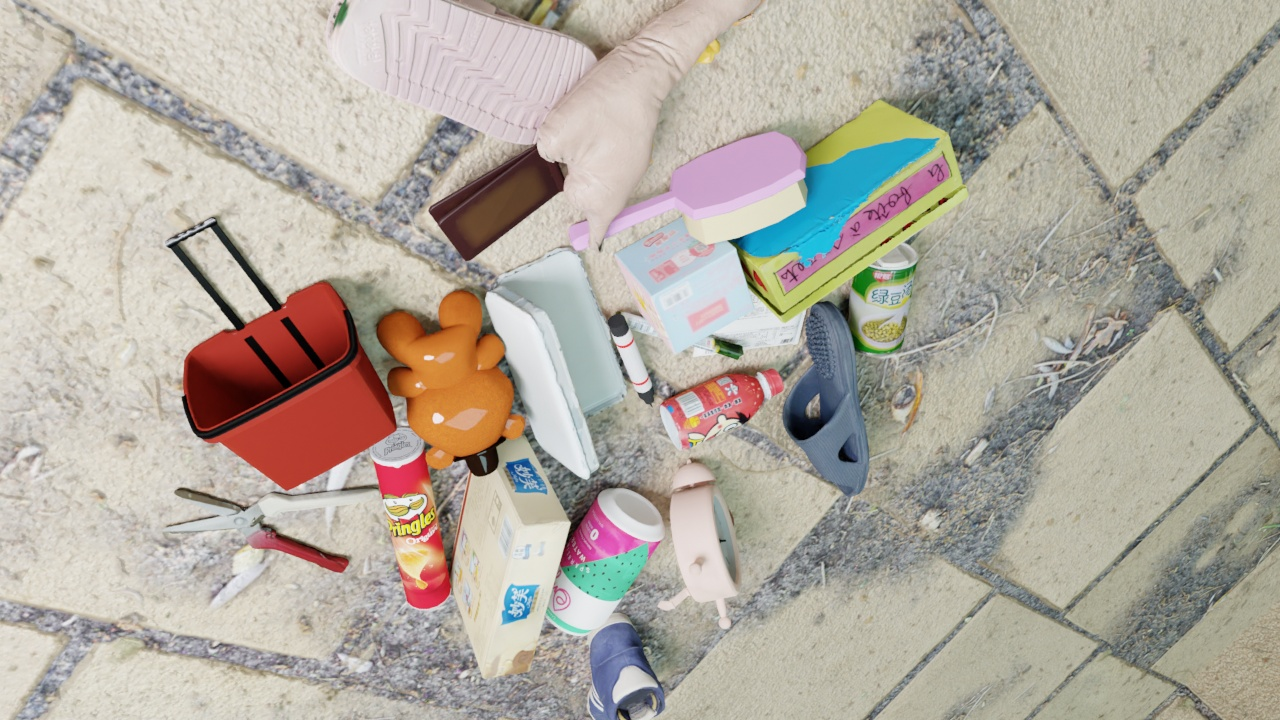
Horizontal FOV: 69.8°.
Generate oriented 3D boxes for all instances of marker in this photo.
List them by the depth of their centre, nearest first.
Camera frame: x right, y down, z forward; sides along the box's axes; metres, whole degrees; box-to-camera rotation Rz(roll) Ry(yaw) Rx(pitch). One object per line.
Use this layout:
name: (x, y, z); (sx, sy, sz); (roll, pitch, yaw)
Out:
marker: (0.041, -0.026, 0.957); (0.146, 0.017, 0.017); (15, 114, -21)
marker: (-0.006, 0.005, 0.963); (0.019, 0.019, 0.146); (-29, 139, -6)

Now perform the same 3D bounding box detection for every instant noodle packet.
instant noodle packet: (0.123, -0.048, 0.997); (0.134, 0.026, 0.087); (-7, 125, -23)

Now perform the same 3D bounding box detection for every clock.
clock: (0.067, 0.213, 1.073); (0.086, 0.160, 0.131); (-10, 134, 18)

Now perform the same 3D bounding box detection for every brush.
brush: (0.045, -0.144, 0.860); (0.229, 0.089, 0.043); (-21, 135, 3)

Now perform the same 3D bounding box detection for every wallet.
wallet: (-0.119, -0.139, 0.789); (0.115, 0.018, 0.091); (-35, 164, -4)

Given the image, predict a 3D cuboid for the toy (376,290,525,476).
toy: (-0.172, 0.029, 0.856); (0.112, 0.096, 0.176); (-20, 101, -14)

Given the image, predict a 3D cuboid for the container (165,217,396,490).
container: (-0.303, -0.002, 0.753); (0.148, 0.127, 0.201); (-29, 137, -6)

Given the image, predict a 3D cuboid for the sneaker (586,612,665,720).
sneaker: (-0.013, 0.455, 1.215); (0.091, 0.118, 0.233); (-13, 127, -19)

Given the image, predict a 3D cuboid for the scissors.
scissors: (-0.350, 0.159, 0.906); (0.179, 0.015, 0.196); (-30, 130, -4)

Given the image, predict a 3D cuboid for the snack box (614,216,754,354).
snack box: (0.043, -0.076, 0.891); (0.093, 0.094, 0.079); (-30, 131, -6)

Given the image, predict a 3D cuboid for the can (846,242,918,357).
can: (0.268, -0.071, 1.028); (0.067, 0.067, 0.121); (-15, 128, -18)

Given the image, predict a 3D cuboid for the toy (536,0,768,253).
toy: (0.021, -0.231, 0.785); (0.264, 0.065, 0.196); (-45, 150, -16)

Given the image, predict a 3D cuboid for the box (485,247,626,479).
box: (-0.072, 0.010, 0.886); (0.130, 0.105, 0.211); (-30, 131, -10)

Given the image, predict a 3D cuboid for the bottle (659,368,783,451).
bottle: (0.094, 0.048, 1.026); (0.137, 0.062, 0.062); (-22, 129, -10)

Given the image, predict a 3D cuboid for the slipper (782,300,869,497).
slipper: (0.205, 0.054, 1.071); (0.082, 0.101, 0.264); (-17, 122, -7)

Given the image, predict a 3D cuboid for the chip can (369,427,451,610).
chip can: (-0.234, 0.169, 0.947); (0.051, 0.051, 0.215); (-14, 127, -18)

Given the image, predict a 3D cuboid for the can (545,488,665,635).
can: (-0.046, 0.233, 1.064); (0.088, 0.088, 0.166); (19, 112, -35)

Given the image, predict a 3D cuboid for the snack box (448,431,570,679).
snack box: (-0.142, 0.198, 0.948); (0.055, 0.153, 0.208); (0, 122, -28)

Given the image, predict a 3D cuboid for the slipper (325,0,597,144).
slipper: (-0.136, -0.232, 0.709); (0.238, 0.064, 0.094); (2, 121, -48)

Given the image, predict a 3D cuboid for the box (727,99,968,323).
box: (0.189, -0.147, 0.900); (0.221, 0.124, 0.083); (-38, 129, -1)
